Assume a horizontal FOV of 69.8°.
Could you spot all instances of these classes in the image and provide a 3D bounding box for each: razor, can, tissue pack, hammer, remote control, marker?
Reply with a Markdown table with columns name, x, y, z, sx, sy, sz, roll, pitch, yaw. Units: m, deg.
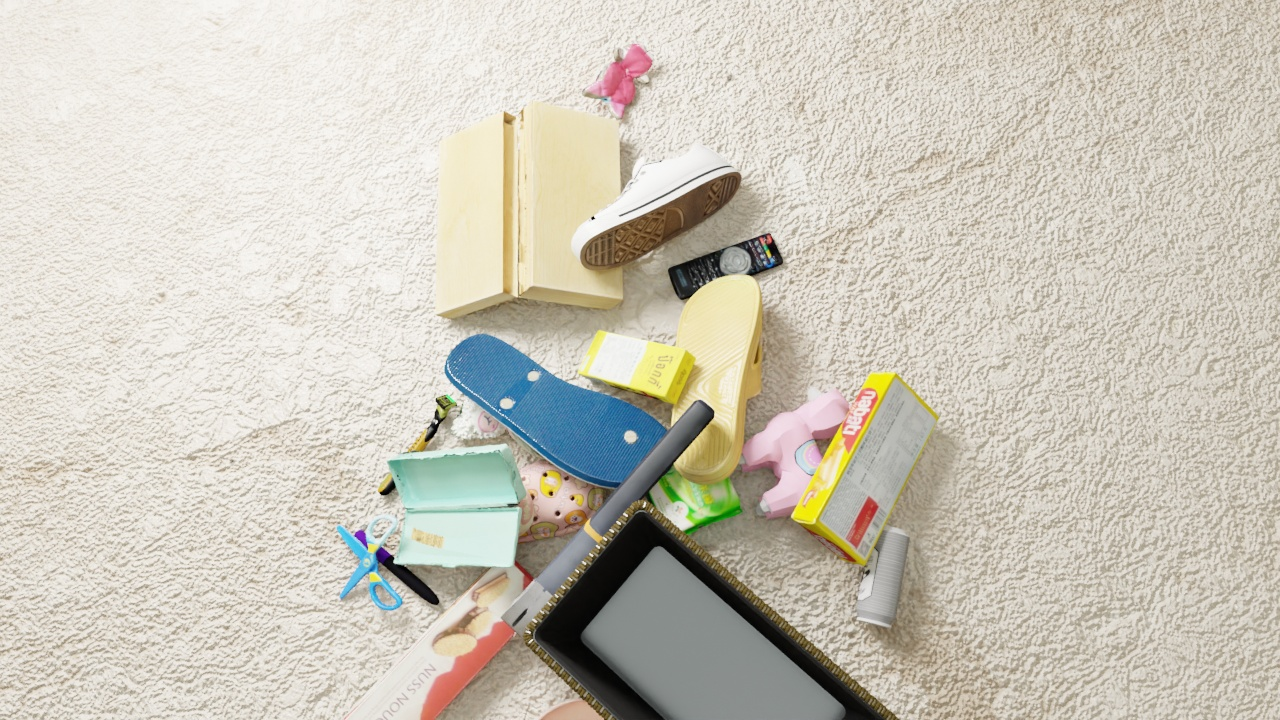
| name | x | y | z | sx | sy | sz | roll | pitch | yaw |
| --- | --- | --- | --- | --- | --- | --- | --- | --- | --- |
| razor | -0.273 | 0.104 | 1.117 | 0.021 | 0.044 | 0.144 | 40 | 83 | -28 |
| can | 0.270 | 0.240 | 1.022 | 0.044 | 0.044 | 0.106 | 13 | 76 | 8 |
| tissue pack | 0.054 | 0.145 | 1.074 | 0.099 | 0.034 | 0.114 | -24 | 76 | -3 |
| hammer | -0.031 | 0.164 | 0.974 | 0.035 | 0.139 | 0.312 | 42 | 82 | 5 |
| remote control | 0.106 | -0.117 | 1.149 | 0.140 | 0.021 | 0.045 | -20 | 75 | -6 |
| marker | -0.289 | 0.246 | 1.085 | 0.134 | 0.015 | 0.018 | 36 | 93 | 13 |

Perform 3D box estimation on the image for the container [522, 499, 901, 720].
| name | x | y | z | sx | sy | sz | roll | pitch | yaw |
| --- | --- | --- | --- | --- | --- | --- | --- | --- | --- |
| container | 0.070 | 0.320 | 0.932 | 0.321 | 0.205 | 0.176 | 39 | 81 | 14 |

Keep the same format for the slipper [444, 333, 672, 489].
| name | x | y | z | sx | sy | sz | roll | pitch | yaw |
| --- | --- | --- | --- | --- | --- | --- | --- | --- | --- |
| slipper | -0.101 | 0.069 | 1.076 | 0.295 | 0.060 | 0.118 | 30 | 54 | 11 |

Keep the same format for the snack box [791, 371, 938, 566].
| name | x | y | z | sx | sy | sz | roll | pitch | yaw |
| --- | --- | --- | --- | --- | --- | --- | --- | --- | --- |
| snack box | 0.254 | 0.118 | 1.024 | 0.092 | 0.042 | 0.200 | 40 | 72 | -24 |

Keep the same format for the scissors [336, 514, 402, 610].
| name | x | y | z | sx | sy | sz | roll | pitch | yaw |
| --- | --- | --- | --- | --- | --- | --- | --- | --- | --- |
| scissors | -0.316 | 0.236 | 1.072 | 0.125 | 0.013 | 0.127 | 41 | 99 | 16 |

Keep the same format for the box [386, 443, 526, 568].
| name | x | y | z | sx | sy | sz | roll | pitch | yaw |
| --- | --- | --- | --- | --- | --- | --- | --- | --- | --- |
| box | -0.209 | 0.166 | 1.039 | 0.187 | 0.055 | 0.138 | -6 | 91 | 35 |

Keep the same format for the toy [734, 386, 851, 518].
| name | x | y | z | sx | sy | sz | roll | pitch | yaw |
| --- | --- | --- | --- | --- | --- | --- | --- | --- | --- |
| toy | 0.187 | 0.106 | 1.056 | 0.157 | 0.067 | 0.123 | -26 | 76 | -8 |

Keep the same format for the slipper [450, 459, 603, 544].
| name | x | y | z | sx | sy | sz | roll | pitch | yaw |
| --- | --- | --- | --- | --- | --- | --- | --- | --- | --- |
| slipper | -0.143 | 0.165 | 1.061 | 0.197 | 0.081 | 0.093 | -17 | 73 | 2 |

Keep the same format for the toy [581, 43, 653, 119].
| name | x | y | z | sx | sy | sz | roll | pitch | yaw |
| --- | --- | --- | --- | --- | --- | --- | --- | --- | --- |
| toy | -0.027 | -0.375 | 1.222 | 0.065 | 0.050 | 0.102 | 38 | 87 | -21 |

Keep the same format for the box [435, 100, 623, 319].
| name | x | y | z | sx | sy | sz | roll | pitch | yaw |
| --- | --- | --- | --- | --- | --- | --- | --- | --- | --- |
| box | -0.145 | -0.187 | 1.153 | 0.253 | 0.119 | 0.247 | -5 | 73 | 10 |

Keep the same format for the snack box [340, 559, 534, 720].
| name | x | y | z | sx | sy | sz | roll | pitch | yaw |
| --- | --- | --- | --- | --- | --- | --- | --- | --- | --- |
| snack box | -0.223 | 0.340 | 1.030 | 0.076 | 0.044 | 0.272 | 45 | 82 | -1 |

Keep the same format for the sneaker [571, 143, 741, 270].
| name | x | y | z | sx | sy | sz | roll | pitch | yaw |
| --- | --- | --- | --- | --- | --- | --- | --- | --- | --- |
| sneaker | 0.006 | -0.202 | 1.124 | 0.244 | 0.091 | 0.097 | -33 | 68 | -23 |

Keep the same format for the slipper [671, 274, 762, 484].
| name | x | y | z | sx | sy | sz | roll | pitch | yaw |
| --- | --- | --- | --- | --- | --- | --- | --- | --- | --- |
| slipper | 0.091 | 0.024 | 1.077 | 0.100 | 0.078 | 0.262 | 0 | 63 | 19 |

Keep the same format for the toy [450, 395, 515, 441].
| name | x | y | z | sx | sy | sz | roll | pitch | yaw |
| --- | --- | --- | --- | --- | --- | --- | --- | --- | --- |
| toy | -0.172 | 0.056 | 1.117 | 0.109 | 0.041 | 0.095 | 8 | 74 | 1 |

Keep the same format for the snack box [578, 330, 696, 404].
| name | x | y | z | sx | sy | sz | roll | pitch | yaw |
| --- | --- | --- | --- | --- | --- | --- | --- | --- | --- |
| snack box | -0.006 | 0.006 | 1.081 | 0.149 | 0.025 | 0.061 | 14 | 74 | 44 |

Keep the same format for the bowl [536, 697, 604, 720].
| name | x | y | z | sx | sy | sz | roll | pitch | yaw |
| --- | --- | --- | --- | --- | --- | --- | --- | --- | --- |
| bowl | -0.052 | 0.436 | 0.979 | 0.153 | 0.076 | 0.153 | -1 | 74 | 4 |
